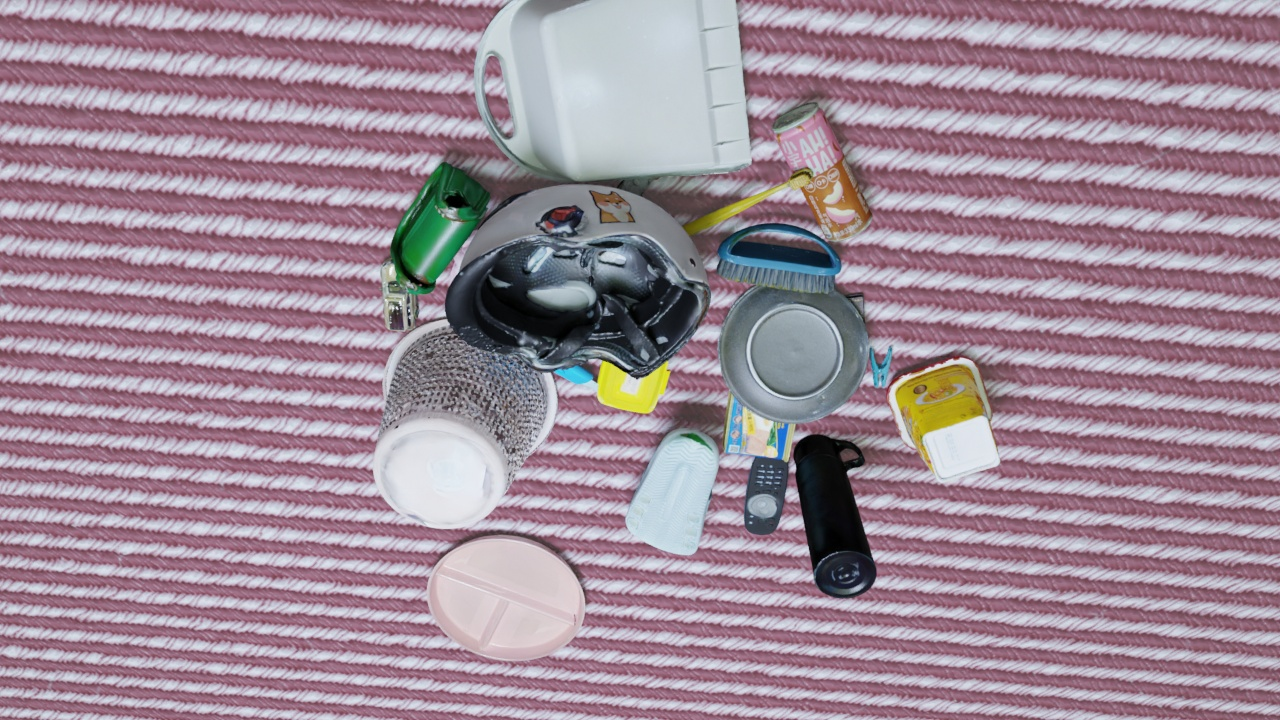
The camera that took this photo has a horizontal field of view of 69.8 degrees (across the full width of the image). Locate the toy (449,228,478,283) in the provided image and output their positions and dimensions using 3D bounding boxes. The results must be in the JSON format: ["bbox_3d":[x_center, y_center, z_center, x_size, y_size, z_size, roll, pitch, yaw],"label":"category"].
[{"bbox_3d":[-0.146,-0.090,1.087,0.159,0.054,0.121,28,117,-20],"label":"toy"}]

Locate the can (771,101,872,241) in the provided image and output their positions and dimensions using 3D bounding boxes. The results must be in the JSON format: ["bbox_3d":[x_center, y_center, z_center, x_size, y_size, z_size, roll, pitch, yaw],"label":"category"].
[{"bbox_3d":[0.200,-0.204,1.004,0.058,0.057,0.147,-26,113,15],"label":"can"}]

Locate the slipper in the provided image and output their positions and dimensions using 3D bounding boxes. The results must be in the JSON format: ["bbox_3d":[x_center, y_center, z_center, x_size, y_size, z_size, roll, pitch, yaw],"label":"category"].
[{"bbox_3d":[0.046,0.166,1.196,0.104,0.074,0.246,17,135,3],"label":"slipper"}]

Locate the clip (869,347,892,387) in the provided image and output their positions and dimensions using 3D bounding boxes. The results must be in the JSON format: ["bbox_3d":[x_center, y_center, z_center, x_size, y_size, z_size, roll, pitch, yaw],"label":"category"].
[{"bbox_3d":[0.296,0.009,1.137,0.038,0.013,0.055,-1,116,4],"label":"clip"}]

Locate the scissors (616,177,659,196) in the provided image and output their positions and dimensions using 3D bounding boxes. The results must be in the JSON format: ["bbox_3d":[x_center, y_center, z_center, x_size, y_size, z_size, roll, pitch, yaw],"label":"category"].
[{"bbox_3d":[0.015,-0.213,1.032,0.204,0.015,0.203,-9,117,8],"label":"scissors"}]

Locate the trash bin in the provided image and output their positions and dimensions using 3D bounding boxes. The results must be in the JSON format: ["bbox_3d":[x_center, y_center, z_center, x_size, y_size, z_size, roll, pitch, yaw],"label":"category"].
[{"bbox_3d":[-0.222,0.088,1.105,0.227,0.191,0.228,1,118,2],"label":"trash bin"}]

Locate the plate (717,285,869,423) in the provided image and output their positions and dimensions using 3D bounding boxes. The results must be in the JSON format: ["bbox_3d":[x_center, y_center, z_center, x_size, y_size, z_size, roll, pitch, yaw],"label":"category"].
[{"bbox_3d":[0.182,-0.011,1.091,0.179,0.024,0.179,0,96,5],"label":"plate"}]

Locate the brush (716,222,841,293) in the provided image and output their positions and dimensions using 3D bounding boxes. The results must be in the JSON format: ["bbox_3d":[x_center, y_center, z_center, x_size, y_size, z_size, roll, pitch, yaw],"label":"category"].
[{"bbox_3d":[0.160,-0.121,1.051,0.144,0.055,0.074,7,118,-1],"label":"brush"}]

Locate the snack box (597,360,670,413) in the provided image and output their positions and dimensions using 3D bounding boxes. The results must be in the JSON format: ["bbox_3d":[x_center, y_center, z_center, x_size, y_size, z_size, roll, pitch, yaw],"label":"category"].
[{"bbox_3d":[-0.007,0.007,1.112,0.082,0.080,0.091,14,117,-4],"label":"snack box"}]

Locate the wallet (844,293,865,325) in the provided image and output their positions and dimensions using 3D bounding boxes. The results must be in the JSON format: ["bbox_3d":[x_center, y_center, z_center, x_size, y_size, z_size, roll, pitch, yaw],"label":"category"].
[{"bbox_3d":[0.213,-0.029,1.118,0.122,0.020,0.096,-7,112,8],"label":"wallet"}]

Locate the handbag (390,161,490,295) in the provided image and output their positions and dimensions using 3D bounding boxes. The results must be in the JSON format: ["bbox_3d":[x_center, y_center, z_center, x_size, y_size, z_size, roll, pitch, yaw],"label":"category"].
[{"bbox_3d":[-0.227,-0.147,1.021,0.068,0.120,0.131,32,113,-20],"label":"handbag"}]

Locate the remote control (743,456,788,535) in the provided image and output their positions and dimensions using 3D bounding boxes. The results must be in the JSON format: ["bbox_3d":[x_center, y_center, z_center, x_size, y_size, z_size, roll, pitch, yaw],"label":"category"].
[{"bbox_3d":[0.167,0.174,1.224,0.053,0.024,0.137,4,119,-1],"label":"remote control"}]

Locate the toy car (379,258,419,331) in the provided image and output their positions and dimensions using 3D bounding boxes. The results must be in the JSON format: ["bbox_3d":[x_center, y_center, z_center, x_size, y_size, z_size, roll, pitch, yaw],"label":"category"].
[{"bbox_3d":[-0.292,-0.079,1.108,0.042,0.035,0.090,4,116,-1],"label":"toy car"}]

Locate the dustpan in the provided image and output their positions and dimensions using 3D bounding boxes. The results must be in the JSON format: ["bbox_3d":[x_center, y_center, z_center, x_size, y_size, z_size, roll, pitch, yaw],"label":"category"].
[{"bbox_3d":[-0.037,-0.298,0.981,0.257,0.142,0.223,-17,117,-16],"label":"dustpan"}]

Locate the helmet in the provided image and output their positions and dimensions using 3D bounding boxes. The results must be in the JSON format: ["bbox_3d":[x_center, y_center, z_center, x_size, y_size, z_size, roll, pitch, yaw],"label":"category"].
[{"bbox_3d":[-0.064,-0.102,0.983,0.274,0.156,0.231,5,145,-9],"label":"helmet"}]

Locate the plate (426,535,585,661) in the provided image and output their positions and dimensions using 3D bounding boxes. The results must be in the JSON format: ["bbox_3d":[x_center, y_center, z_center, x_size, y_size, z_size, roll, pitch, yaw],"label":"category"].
[{"bbox_3d":[-0.193,0.343,1.329,0.229,0.028,0.230,2,118,3],"label":"plate"}]

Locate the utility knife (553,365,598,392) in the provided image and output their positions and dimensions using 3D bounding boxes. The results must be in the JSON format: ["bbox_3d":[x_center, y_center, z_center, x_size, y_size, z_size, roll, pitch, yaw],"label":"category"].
[{"bbox_3d":[-0.093,0.009,1.134,0.216,0.018,0.034,32,136,-28],"label":"utility knife"}]

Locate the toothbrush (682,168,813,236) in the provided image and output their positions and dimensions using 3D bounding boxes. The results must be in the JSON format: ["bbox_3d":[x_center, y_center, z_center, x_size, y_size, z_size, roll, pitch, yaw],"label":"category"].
[{"bbox_3d":[0.105,-0.167,1.019,0.191,0.016,0.016,-21,115,33],"label":"toothbrush"}]

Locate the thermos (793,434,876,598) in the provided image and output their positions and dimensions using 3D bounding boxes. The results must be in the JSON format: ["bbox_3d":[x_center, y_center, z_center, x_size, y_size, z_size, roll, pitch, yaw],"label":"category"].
[{"bbox_3d":[0.235,0.171,1.096,0.090,0.242,0.068,-26,114,16],"label":"thermos"}]

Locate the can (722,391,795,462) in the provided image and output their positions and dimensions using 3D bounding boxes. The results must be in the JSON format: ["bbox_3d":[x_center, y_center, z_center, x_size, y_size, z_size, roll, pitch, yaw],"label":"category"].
[{"bbox_3d":[0.150,0.073,1.154,0.083,0.057,0.102,7,118,2],"label":"can"}]

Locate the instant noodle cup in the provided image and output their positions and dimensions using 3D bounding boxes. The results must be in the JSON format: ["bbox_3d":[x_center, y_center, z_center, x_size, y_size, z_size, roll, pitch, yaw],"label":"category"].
[{"bbox_3d":[0.370,0.075,1.106,0.116,0.123,0.116,-20,115,13],"label":"instant noodle cup"}]
